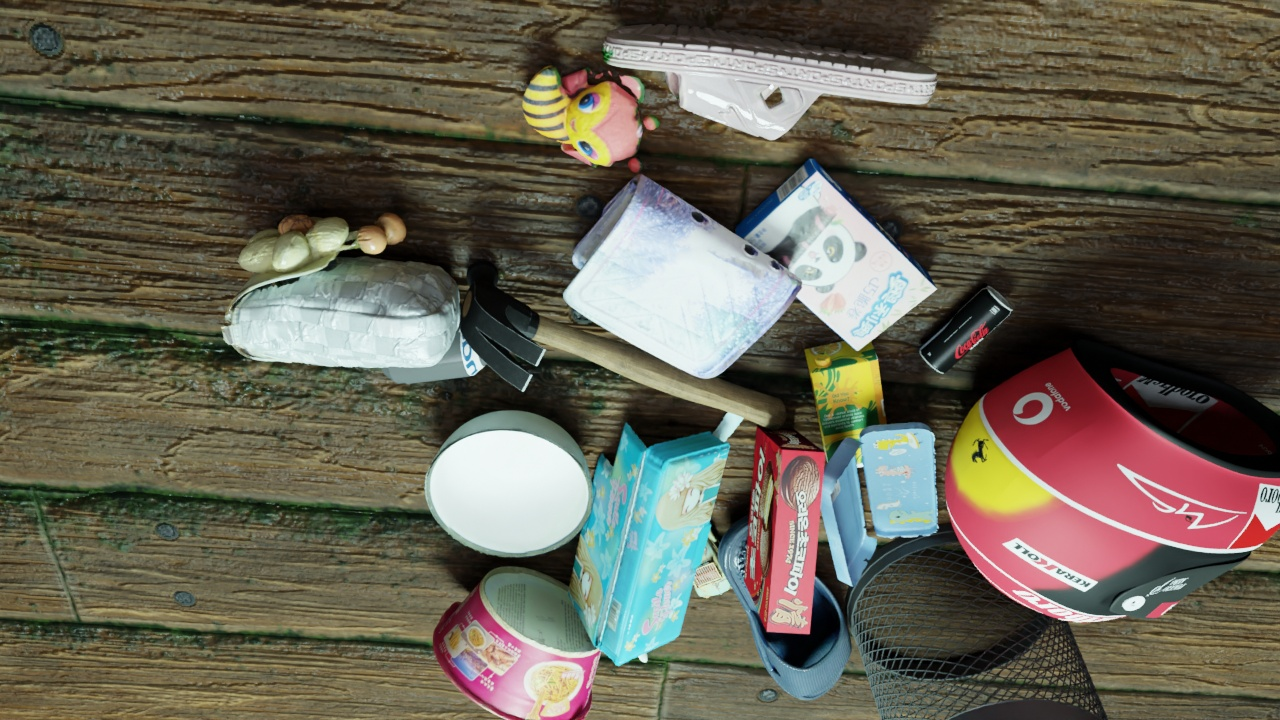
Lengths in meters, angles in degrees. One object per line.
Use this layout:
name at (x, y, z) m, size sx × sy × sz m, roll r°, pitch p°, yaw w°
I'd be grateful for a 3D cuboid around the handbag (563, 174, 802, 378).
handbag at (0.032, -0.069, 0.746) m, size 0.158 × 0.069 × 0.127 m, roll 29°, pitch 133°, yaw -16°

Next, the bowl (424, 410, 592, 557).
bowl at (-0.120, 0.107, 0.865) m, size 0.153 × 0.072 × 0.154 m, roll 0°, pitch 123°, yaw 0°

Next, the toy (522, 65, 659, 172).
toy at (-0.038, -0.184, 0.696) m, size 0.103 × 0.046 × 0.084 m, roll 22°, pitch 143°, yaw -1°

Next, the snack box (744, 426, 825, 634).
snack box at (0.125, 0.144, 0.816) m, size 0.036 × 0.132 × 0.152 m, roll 4°, pitch 94°, yaw -2°

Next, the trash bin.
trash bin at (0.331, 0.318, 0.901) m, size 0.218 × 0.226 × 0.218 m, roll 0°, pitch 122°, yaw 0°

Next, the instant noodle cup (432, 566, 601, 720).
instant noodle cup at (-0.112, 0.279, 0.929) m, size 0.178 × 0.178 × 0.078 m, roll 25°, pitch 103°, yaw -14°

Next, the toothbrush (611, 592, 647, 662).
toothbrush at (-0.018, 0.265, 0.999) m, size 0.017 × 0.016 × 0.189 m, roll -18°, pitch 121°, yaw 0°

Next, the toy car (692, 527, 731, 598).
toy car at (0.065, 0.211, 0.943) m, size 0.047 × 0.047 × 0.112 m, roll -23°, pitch 119°, yaw 10°

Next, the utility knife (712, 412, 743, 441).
utility knife at (0.038, 0.124, 0.911) m, size 0.030 × 0.019 × 0.228 m, roll 23°, pitch 117°, yaw -20°

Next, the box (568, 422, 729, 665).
box at (-0.007, 0.163, 0.894) m, size 0.097 × 0.117 × 0.227 m, roll -10°, pitch 120°, yaw -45°

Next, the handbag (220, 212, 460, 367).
handbag at (-0.232, -0.059, 0.742) m, size 0.171 × 0.112 × 0.123 m, roll 5°, pitch 115°, yaw -2°

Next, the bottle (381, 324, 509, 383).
bottle at (-0.172, -0.007, 0.809) m, size 0.112 × 0.046 × 0.047 m, roll -7°, pitch 122°, yaw 5°

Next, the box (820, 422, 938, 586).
box at (0.219, 0.131, 0.858) m, size 0.122 × 0.047 × 0.210 m, roll -31°, pitch 140°, yaw -6°

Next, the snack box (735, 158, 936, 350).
snack box at (0.162, -0.084, 0.763) m, size 0.154 × 0.033 × 0.088 m, roll 38°, pitch 116°, yaw -21°

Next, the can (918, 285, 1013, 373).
can at (0.282, -0.026, 0.798) m, size 0.031 × 0.031 × 0.081 m, roll 32°, pitch 117°, yaw -18°

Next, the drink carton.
drink carton at (0.190, 0.039, 0.836) m, size 0.058 × 0.041 × 0.122 m, roll -12°, pitch 122°, yaw 8°

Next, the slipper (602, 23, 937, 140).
slipper at (0.091, -0.195, 0.659) m, size 0.239 × 0.094 × 0.064 m, roll 4°, pitch 117°, yaw -6°

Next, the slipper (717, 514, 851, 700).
slipper at (0.165, 0.267, 0.940) m, size 0.101 × 0.082 × 0.264 m, roll -35°, pitch 119°, yaw -12°

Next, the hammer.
hammer at (-0.005, 0.005, 0.786) m, size 0.305 × 0.132 × 0.040 m, roll 20°, pitch 116°, yaw -22°

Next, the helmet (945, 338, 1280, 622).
helmet at (0.395, 0.117, 0.792) m, size 0.270 × 0.197 × 0.225 m, roll 14°, pitch 122°, yaw -18°
